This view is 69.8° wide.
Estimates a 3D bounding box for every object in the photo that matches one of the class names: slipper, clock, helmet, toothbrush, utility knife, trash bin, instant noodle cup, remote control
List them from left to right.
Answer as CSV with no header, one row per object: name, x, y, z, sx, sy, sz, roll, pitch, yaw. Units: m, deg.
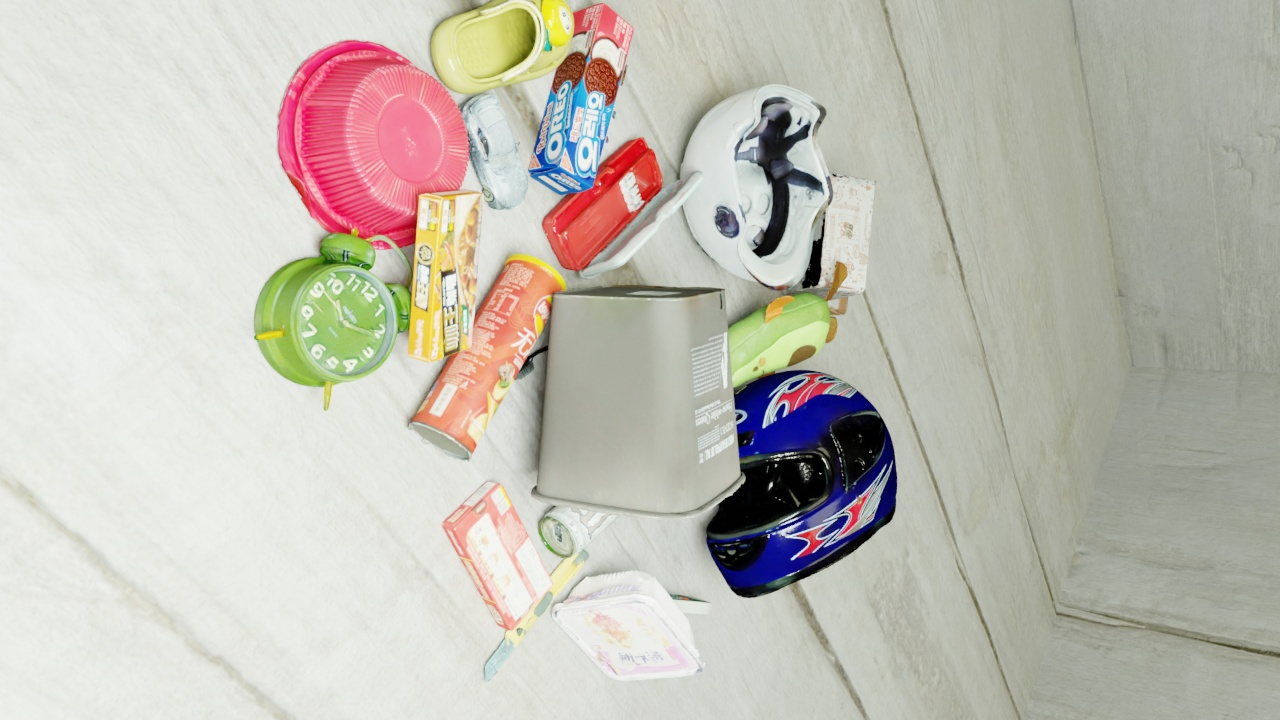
clock,-0.263,-0.045,0.817,0.160,0.056,0.116,-58,133,-30
instant noodle cup,-0.227,-0.197,0.842,0.193,0.066,0.194,-7,99,-49
slipper,-0.126,-0.328,0.941,0.190,0.082,0.092,-38,123,-39
utility knife,-0.120,0.285,1.052,0.194,0.020,0.031,-45,120,-32
toothbrush,-0.085,-0.028,1.064,0.189,0.014,0.016,-40,123,-42
instant noodle cup,-0.009,0.315,1.103,0.173,0.138,0.060,56,31,-37
trash bin,0.002,0.034,0.977,0.198,0.199,0.220,-17,110,-63
remote control,0.035,0.316,1.201,0.135,0.056,0.019,22,76,-48
helmet,0.137,-0.227,1.209,0.228,0.146,0.259,-30,122,-43
helmet,0.195,0.142,1.238,0.314,0.248,0.240,-26,90,-40

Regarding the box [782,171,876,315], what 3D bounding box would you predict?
box,0.294,-0.177,1.442,0.272,0.130,0.179,27,69,-78

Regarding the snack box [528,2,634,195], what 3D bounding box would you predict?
snack box,-0.065,-0.293,1.032,0.058,0.057,0.207,25,75,-45

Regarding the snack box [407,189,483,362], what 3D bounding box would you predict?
snack box,-0.180,-0.080,0.853,0.075,0.026,0.154,-33,134,-65

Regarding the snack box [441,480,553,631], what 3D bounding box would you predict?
snack box,-0.152,0.212,0.994,0.075,0.025,0.153,-44,125,-37

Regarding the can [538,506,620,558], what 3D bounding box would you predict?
can,-0.052,0.170,1.083,0.146,0.058,0.058,-35,119,-43

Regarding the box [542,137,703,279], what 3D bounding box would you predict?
box,-0.011,-0.180,1.072,0.200,0.102,0.095,-50,129,-35

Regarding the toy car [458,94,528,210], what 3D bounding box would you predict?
toy car,-0.151,-0.215,0.954,0.054,0.037,0.121,-43,127,-39

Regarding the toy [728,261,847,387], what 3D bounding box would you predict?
toy,0.194,-0.034,1.293,0.246,0.090,0.227,-27,150,-15

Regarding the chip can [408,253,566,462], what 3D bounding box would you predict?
chip can,-0.153,-0.006,0.939,0.073,0.073,0.216,49,57,-40
